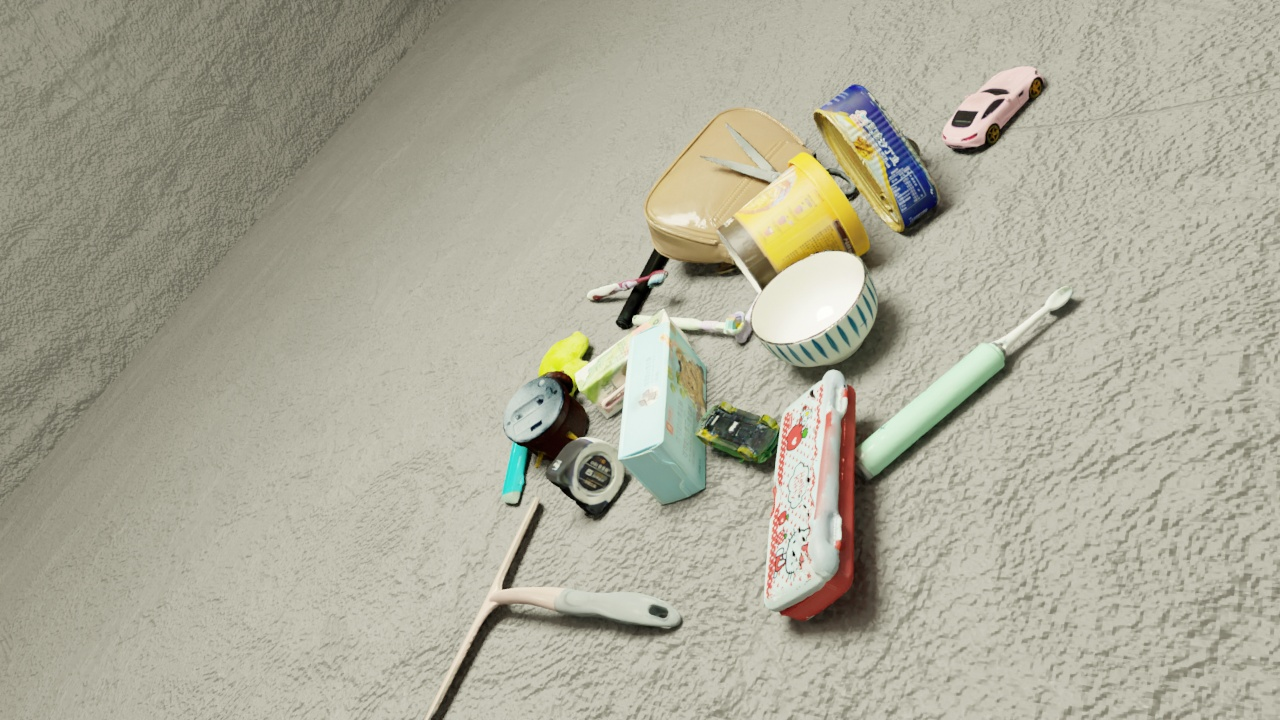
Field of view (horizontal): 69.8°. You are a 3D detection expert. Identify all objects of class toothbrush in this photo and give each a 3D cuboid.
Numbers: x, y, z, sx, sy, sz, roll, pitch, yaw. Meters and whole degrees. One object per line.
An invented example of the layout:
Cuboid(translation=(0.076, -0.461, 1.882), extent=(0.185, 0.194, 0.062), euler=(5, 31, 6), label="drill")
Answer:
Cuboid(translation=(0.047, -0.043, 1.009), extent=(0.190, 0.020, 0.029), euler=(6, 55, 56), label="toothbrush")
Cuboid(translation=(-0.020, -0.086, 1.112), extent=(0.188, 0.016, 0.017), euler=(-9, 56, 59), label="toothbrush")
Cuboid(translation=(0.142, -0.093, 0.983), extent=(0.021, 0.029, 0.188), euler=(23, 62, 13), label="toothbrush")
Cuboid(translation=(0.256, 0.015, 0.728), extent=(0.224, 0.027, 0.026), euler=(-40, 77, 0), label="toothbrush")

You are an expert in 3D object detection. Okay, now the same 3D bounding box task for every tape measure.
Cuboid(translation=(-0.049, 0.108, 0.892), extent=(0.066, 0.066, 0.034), euler=(-50, 26, -17), label="tape measure")

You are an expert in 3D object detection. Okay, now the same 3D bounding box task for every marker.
Cuboid(translation=(0.003, -0.093, 1.123), extent=(0.022, 0.020, 0.131), euler=(108, -172, -59), label="marker")

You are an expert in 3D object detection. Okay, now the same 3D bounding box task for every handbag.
Cuboid(translation=(0.104, -0.194, 1.069), extent=(0.148, 0.100, 0.204), euler=(31, 72, 29), label="handbag")

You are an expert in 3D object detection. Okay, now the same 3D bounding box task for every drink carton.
Cuboid(translation=(-0.006, 0.006, 0.983), extent=(0.122, 0.053, 0.045), euler=(-36, 33, 8), label="drink carton")

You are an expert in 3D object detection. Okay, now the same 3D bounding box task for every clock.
Cuboid(translation=(-0.105, 0.056, 1.010), extent=(0.082, 0.055, 0.121), euler=(-34, 41, 13), label="clock")

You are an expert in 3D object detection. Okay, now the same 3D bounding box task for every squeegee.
Cuboid(translation=(-0.071, 0.215, 0.812), extent=(0.250, 0.040, 0.246), euler=(-8, 44, 39), label="squeegee")

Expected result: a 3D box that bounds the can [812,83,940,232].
Cuboid(translation=(0.234, -0.201, 0.910), extent=(0.049, 0.148, 0.074), euler=(-36, 1, 3), label="can")

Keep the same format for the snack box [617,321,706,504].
Cuboid(translation=(0.024, 0.047, 0.883), extent=(0.052, 0.074, 0.174), euler=(-24, 36, 23), label="snack box")

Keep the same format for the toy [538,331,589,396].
Cuboid(translation=(-0.092, 0.009, 1.089), extent=(0.096, 0.031, 0.100), euler=(-48, 33, -8), label="toy")

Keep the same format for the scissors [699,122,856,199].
Cuboid(translation=(0.155, -0.198, 1.007), extent=(0.159, 0.014, 0.177), euler=(-12, 71, -9), label="scissors")

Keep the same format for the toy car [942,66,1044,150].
Cuboid(translation=(0.362, -0.264, 0.949), extent=(0.122, 0.037, 0.056), euler=(-45, 34, -10), label="toy car")

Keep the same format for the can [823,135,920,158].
Cuboid(translation=(0.252, -0.238, 1.013), extent=(0.053, 0.053, 0.134), euler=(-37, 32, 5), label="can")

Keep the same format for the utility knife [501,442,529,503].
Cuboid(translation=(-0.133, 0.092, 1.046), extent=(0.029, 0.013, 0.186), euler=(-21, 39, 24), label="utility knife")

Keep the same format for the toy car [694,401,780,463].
Cuboid(translation=(0.089, 0.067, 0.827), extent=(0.043, 0.036, 0.091), euler=(-50, 33, -17), label="toy car")

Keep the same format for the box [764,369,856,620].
Cuboid(translation=(0.132, 0.097, 0.710), extent=(0.087, 0.047, 0.200), euler=(-55, 15, 45), label="box")

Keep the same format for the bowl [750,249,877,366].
Cuboid(translation=(0.167, -0.038, 0.847), extent=(0.117, 0.066, 0.116), euler=(-28, 35, 21), label="bowl")

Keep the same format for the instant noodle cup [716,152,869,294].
Cuboid(translation=(0.149, -0.126, 0.920), extent=(0.114, 0.118, 0.118), euler=(-36, 32, 5), label="instant noodle cup")
